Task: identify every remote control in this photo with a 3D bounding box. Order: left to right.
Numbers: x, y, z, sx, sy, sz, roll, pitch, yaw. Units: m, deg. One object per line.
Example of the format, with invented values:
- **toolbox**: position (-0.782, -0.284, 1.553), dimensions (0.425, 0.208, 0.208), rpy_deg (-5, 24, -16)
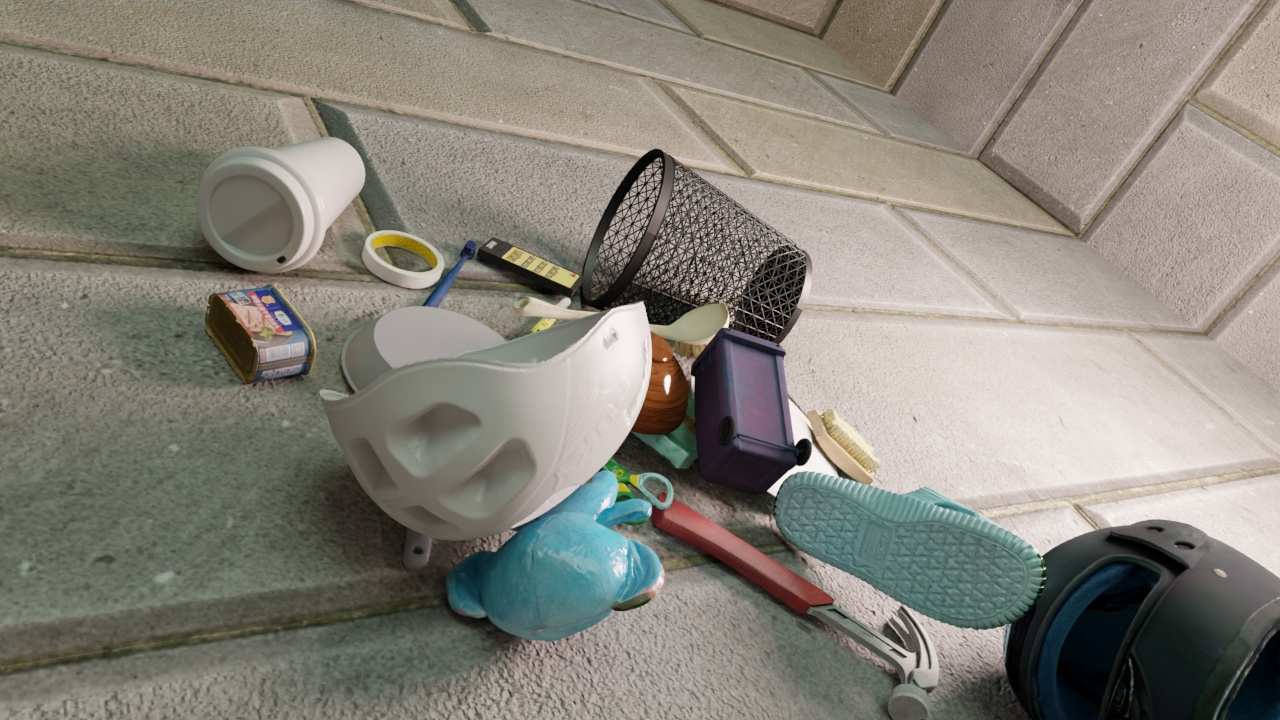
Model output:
- **remote control**: position (-0.142, -0.122, 1.191), dimensions (0.133, 0.013, 0.058), rpy_deg (23, 25, 0)

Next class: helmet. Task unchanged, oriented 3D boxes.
- **helmet**: position (-0.110, 0.028, 0.764), dimensions (0.281, 0.225, 0.184), rpy_deg (-49, 121, -45)
- **helmet**: position (0.469, 0.281, 0.873), dimensions (0.315, 0.249, 0.236), rpy_deg (-6, 16, -39)

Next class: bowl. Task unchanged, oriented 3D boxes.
- **bowl**: position (-0.006, 0.006, 0.975), dimensions (0.147, 0.069, 0.147), rpy_deg (22, 27, -12)

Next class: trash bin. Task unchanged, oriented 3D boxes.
- **trash bin**: position (0.079, -0.124, 1.208), dimensions (0.243, 0.217, 0.216), rpy_deg (23, 31, -20)
- **trash bin**: position (0.110, 0.049, 0.972), dimensions (0.093, 0.092, 0.160), rpy_deg (17, 47, -19)

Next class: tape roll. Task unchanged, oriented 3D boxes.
- **tape roll**: position (-0.281, -0.120, 1.088), dimensions (0.094, 0.019, 0.093), rpy_deg (20, 32, -13)

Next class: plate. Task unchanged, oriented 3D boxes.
- **plate**: position (0.158, 0.075, 1.083), dimensions (0.229, 0.030, 0.229), rpy_deg (31, 30, -20)

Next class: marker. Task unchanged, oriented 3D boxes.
- **marker**: position (-0.113, -0.048, 1.117), dimensions (0.014, 0.014, 0.132), rpy_deg (30, 31, 3)

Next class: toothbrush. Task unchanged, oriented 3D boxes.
- **toothbrush**: position (-0.229, -0.101, 1.101), dimensions (0.016, 0.017, 0.189), rpy_deg (24, 31, -6)

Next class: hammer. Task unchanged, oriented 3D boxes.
- **hammer**: position (0.148, 0.224, 0.906), dimensions (0.316, 0.036, 0.126), rpy_deg (32, 29, 8)

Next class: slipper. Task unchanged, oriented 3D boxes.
- **slipper**: position (0.266, 0.184, 0.932), dimensions (0.276, 0.116, 0.069), rpy_deg (18, 9, 32)

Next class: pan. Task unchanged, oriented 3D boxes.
- **pan**: position (-0.195, 0.054, 0.882), dimensions (0.200, 0.051, 0.356), rpy_deg (17, 30, -18)

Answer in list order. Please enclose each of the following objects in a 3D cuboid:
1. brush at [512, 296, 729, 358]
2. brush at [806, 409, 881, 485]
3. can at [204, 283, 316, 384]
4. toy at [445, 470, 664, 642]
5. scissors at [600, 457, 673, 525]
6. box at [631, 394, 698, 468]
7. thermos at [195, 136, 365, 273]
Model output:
- **brush**: position (-0.017, -0.046, 1.086), dimensions (0.272, 0.077, 0.062), rpy_deg (5, 25, -17)
- **brush**: position (0.250, 0.103, 1.124), dimensions (0.117, 0.039, 0.049), rpy_deg (39, 24, -28)
- **can**: position (-0.355, -0.025, 0.857), dimensions (0.100, 0.054, 0.058), rpy_deg (44, 36, 25)
- **toy**: position (-0.062, 0.164, 0.767), dimensions (0.184, 0.115, 0.180), rpy_deg (-8, 25, 15)
- **scissors**: position (-0.016, 0.114, 0.933), dimensions (0.071, 0.014, 0.130), rpy_deg (-26, 47, -17)
- **box**: position (-0.003, 0.047, 1.034), dimensions (0.187, 0.057, 0.137), rpy_deg (38, 21, 16)
- **thermos**: position (-0.383, -0.187, 1.018), dimensions (0.131, 0.132, 0.221), rpy_deg (24, 24, -7)
